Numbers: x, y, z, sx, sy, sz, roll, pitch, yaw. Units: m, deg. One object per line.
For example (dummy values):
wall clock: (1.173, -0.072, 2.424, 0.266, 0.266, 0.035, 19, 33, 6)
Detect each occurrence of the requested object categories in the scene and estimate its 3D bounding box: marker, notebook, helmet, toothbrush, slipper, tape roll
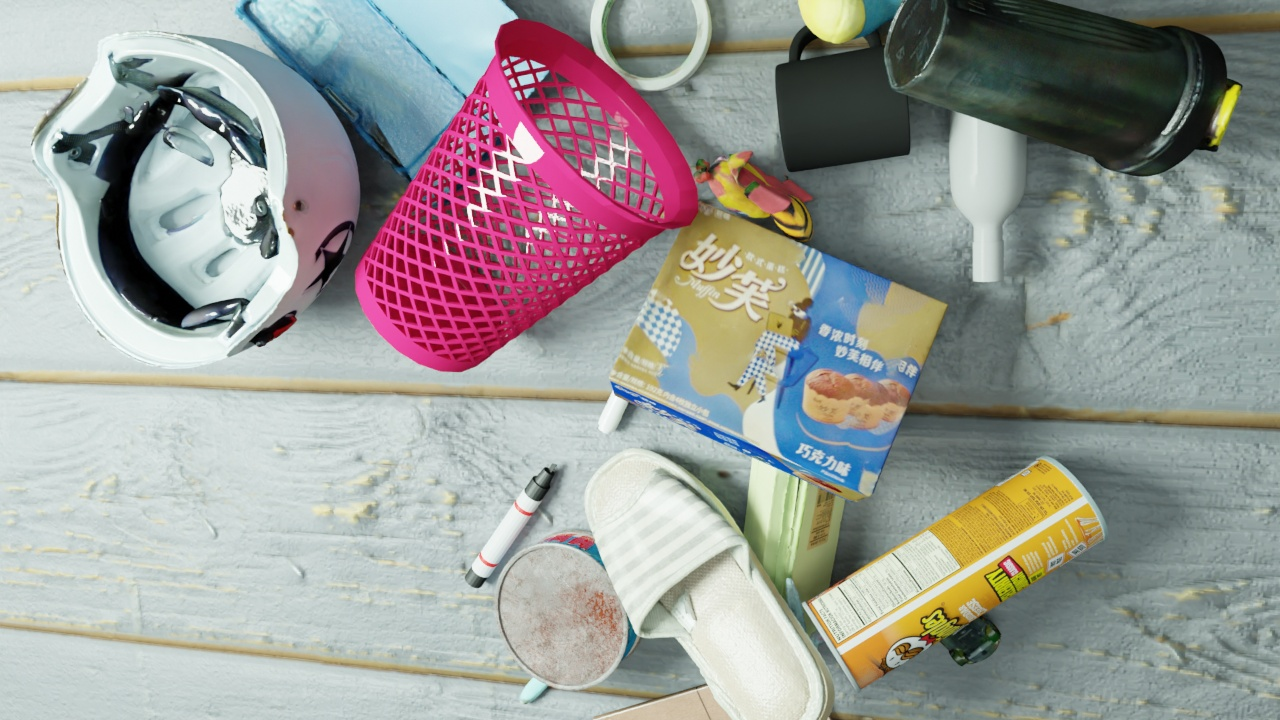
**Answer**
marker: (-0.115, 0.147, 0.828, 0.019, 0.019, 0.146, 36, 107, 4)
marker: (-0.005, 0.005, 0.771, 0.017, 0.020, 0.134, 28, 107, 10)
notebook: (0.077, 0.359, 0.835, 0.209, 0.008, 0.141, -23, 96, 17)
helmet: (-0.339, -0.126, 0.748, 0.236, 0.163, 0.265, 40, 114, 6)
toothbrush: (-0.059, 0.258, 0.842, 0.016, 0.016, 0.181, 40, 109, 5)
slipper: (0.044, 0.178, 0.720, 0.114, 0.054, 0.272, -46, 59, 7)
tape roll: (0.008, -0.258, 0.713, 0.094, 0.018, 0.094, 3, 103, 12)

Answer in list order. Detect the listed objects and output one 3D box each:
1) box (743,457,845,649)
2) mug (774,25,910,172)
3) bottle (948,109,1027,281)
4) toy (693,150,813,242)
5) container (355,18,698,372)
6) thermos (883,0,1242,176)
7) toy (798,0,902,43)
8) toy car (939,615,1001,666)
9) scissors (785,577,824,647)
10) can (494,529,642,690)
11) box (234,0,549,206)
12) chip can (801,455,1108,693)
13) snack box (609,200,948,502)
box: (0.115, 0.166, 0.752, 0.090, 0.077, 0.188, 10, 105, 10)
mug: (0.145, -0.199, 0.670, 0.088, 0.078, 0.113, -6, 73, 14)
bottle: (0.250, -0.155, 0.660, 0.052, 0.052, 0.195, -2, 101, 13)
toy: (0.090, -0.126, 0.691, 0.103, 0.084, 0.046, 32, 101, -8)
container: (-0.101, -0.104, 0.691, 0.226, 0.182, 0.183, -39, 91, 30)
thermos: (0.271, -0.181, 0.585, 0.220, 0.098, 0.098, 11, 105, -15)
toy: (0.201, -0.297, 0.618, 0.214, 0.084, 0.148, -20, 72, 17)
toy car: (0.251, 0.207, 0.746, 0.091, 0.036, 0.042, 45, 107, 1)
scissors: (0.145, 0.242, 0.748, 0.172, 0.013, 0.170, -20, 111, -17)
can: (-0.062, 0.217, 0.804, 0.130, 0.044, 0.130, 3, 97, 23)
box: (-0.193, -0.261, 0.735, 0.231, 0.047, 0.177, 46, 116, -6)
chip can: (0.233, 0.159, 0.689, 0.215, 0.075, 0.075, -32, 93, 0)
snack box: (0.100, -0.007, 0.688, 0.203, 0.069, 0.155, 24, 78, 7)
